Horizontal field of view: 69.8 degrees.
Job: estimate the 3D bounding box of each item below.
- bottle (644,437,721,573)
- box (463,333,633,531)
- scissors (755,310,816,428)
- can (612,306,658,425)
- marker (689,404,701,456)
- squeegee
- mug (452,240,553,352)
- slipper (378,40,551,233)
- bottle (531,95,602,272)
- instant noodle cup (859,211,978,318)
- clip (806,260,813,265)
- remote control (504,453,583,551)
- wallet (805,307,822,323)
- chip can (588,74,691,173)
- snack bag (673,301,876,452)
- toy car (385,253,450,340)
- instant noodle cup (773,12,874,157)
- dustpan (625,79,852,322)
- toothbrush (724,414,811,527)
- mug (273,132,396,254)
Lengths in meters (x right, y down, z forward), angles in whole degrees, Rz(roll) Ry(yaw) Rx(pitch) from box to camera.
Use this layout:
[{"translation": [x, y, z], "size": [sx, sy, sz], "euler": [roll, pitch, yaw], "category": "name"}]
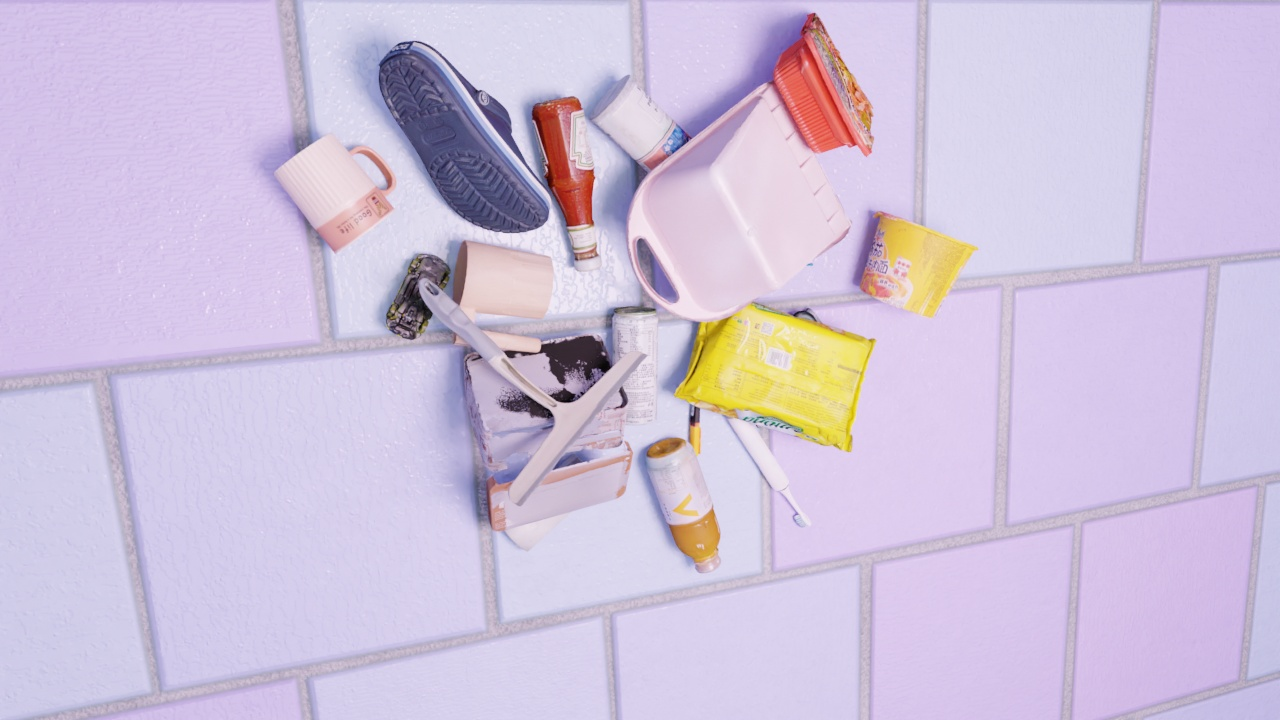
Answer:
[{"translation": [0.063, 0.197, 1.228], "size": [0.068, 0.068, 0.189], "euler": [-24, 108, -13], "category": "bottle"}, {"translation": [-0.113, 0.096, 1.130], "size": [0.183, 0.156, 0.194], "euler": [-10, 140, -16], "category": "box"}, {"translation": [0.172, -0.006, 1.229], "size": [0.170, 0.019, 0.178], "euler": [43, 83, -4], "category": "scissors"}, {"translation": [-0.007, 0.007, 1.170], "size": [0.058, 0.058, 0.147], "euler": [-4, 102, -18], "category": "can"}, {"translation": [0.075, 0.069, 1.232], "size": [0.015, 0.018, 0.124], "euler": [-2, 101, -17], "category": "marker"}, {"translation": [-0.155, -0.001, 1.023], "size": [0.246, 0.039, 0.245], "euler": [41, 57, -3], "category": "squeegee"}, {"translation": [-0.164, -0.074, 1.081], "size": [0.103, 0.084, 0.124], "euler": [6, 78, -21], "category": "mug"}, {"translation": [-0.195, -0.252, 1.040], "size": [0.253, 0.105, 0.095], "euler": [51, 41, -34], "category": "slipper"}, {"translation": [-0.082, -0.209, 1.102], "size": [0.059, 0.060, 0.206], "euler": [-16, 109, -15], "category": "bottle"}, {"translation": [0.365, -0.126, 1.232], "size": [0.138, 0.138, 0.110], "euler": [15, 105, -21], "category": "instant noodle cup"}, {"translation": [0.209, -0.137, 1.236], "size": [0.056, 0.015, 0.050], "euler": [8, 96, -18], "category": "clip"}, {"translation": [-0.118, 0.185, 1.191], "size": [0.135, 0.019, 0.056], "euler": [-42, 111, -7], "category": "remote control"}, {"translation": [0.230, 0.002, 1.271], "size": [0.097, 0.019, 0.121], "euler": [-42, 112, -4], "category": "wallet"}, {"translation": [0.039, -0.248, 1.126], "size": [0.214, 0.071, 0.071], "euler": [40, 87, -22], "category": "chip can"}, {"translation": [0.179, 0.010, 1.186], "size": [0.246, 0.068, 0.158], "euler": [17, 87, -6], "category": "snack bag"}, {"translation": [-0.263, -0.076, 1.083], "size": [0.048, 0.032, 0.105], "euler": [27, 81, -21], "category": "toy car"}, {"translation": [0.226, -0.335, 1.137], "size": [0.079, 0.188, 0.164], "euler": [-24, 110, 25], "category": "instant noodle cup"}, {"translation": [0.110, -0.181, 1.121], "size": [0.272, 0.139, 0.222], "euler": [-46, 112, -43], "category": "dustpan"}, {"translation": [0.183, 0.152, 1.281], "size": [0.026, 0.026, 0.221], "euler": [-23, 113, 28], "category": "toothbrush"}, {"translation": [-0.327, -0.194, 1.017], "size": [0.114, 0.082, 0.106], "euler": [-48, 112, -33], "category": "mug"}]
